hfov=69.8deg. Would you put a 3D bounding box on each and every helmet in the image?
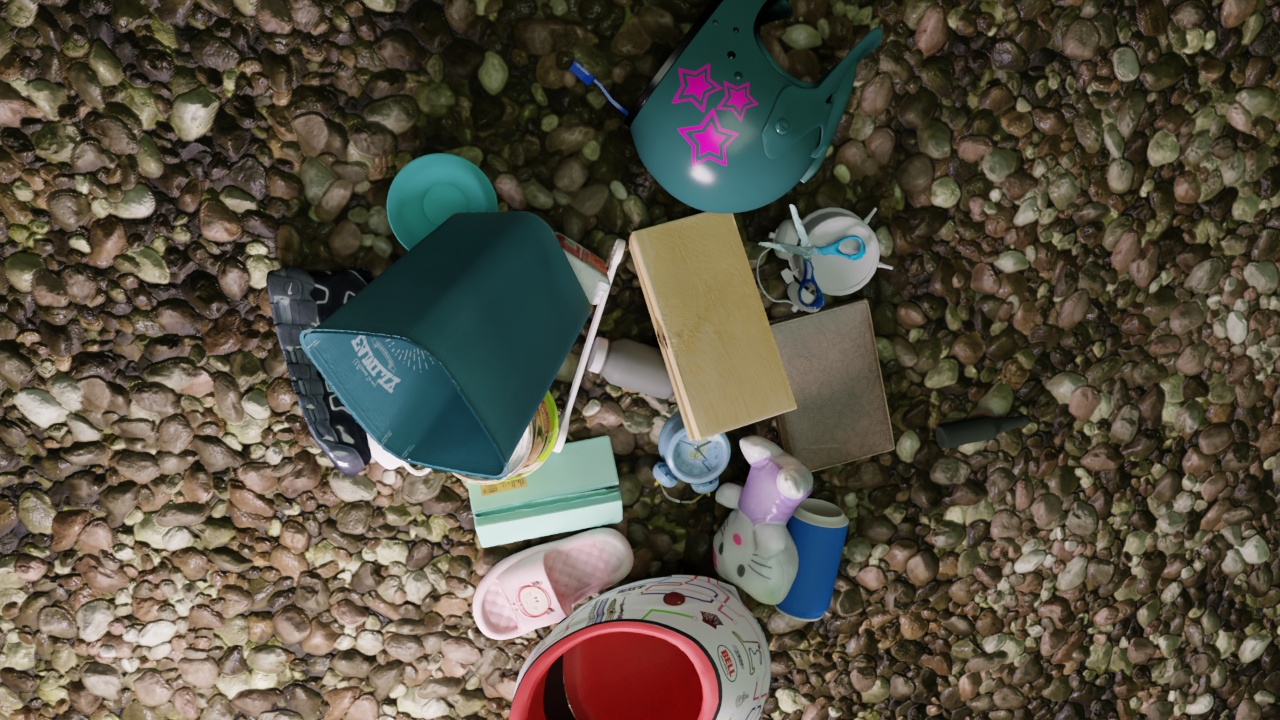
[{"bbox_3d":[0.008,0.394,1.136,0.315,0.236,0.231,-22,80,6],"label":"helmet"},{"bbox_3d":[0.126,-0.284,1.004,0.200,0.176,0.274,37,83,-6],"label":"helmet"}]

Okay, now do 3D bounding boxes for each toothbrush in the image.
[{"bbox_3d":[-0.009,-0.280,1.066,0.186,0.016,0.011,38,99,-18],"label":"toothbrush"}]

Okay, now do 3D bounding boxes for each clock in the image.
[{"bbox_3d":[0.066,0.123,1.166,0.088,0.051,0.124,14,102,-14],"label":"clock"},{"bbox_3d":[0.217,-0.125,1.121,0.159,0.061,0.120,-20,106,2],"label":"clock"}]

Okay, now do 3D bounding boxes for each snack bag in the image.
[{"bbox_3d":[-0.075,-0.107,1.051,0.077,0.115,0.036,32,102,-14],"label":"snack bag"}]

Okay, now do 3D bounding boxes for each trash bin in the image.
[{"bbox_3d":[-0.180,-0.028,0.943,0.218,0.199,0.197,-57,137,-35],"label":"trash bin"}]

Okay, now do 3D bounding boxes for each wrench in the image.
[{"bbox_3d":[-0.064,-0.016,1.115,0.009,0.047,0.273,16,100,-12],"label":"wrench"}]

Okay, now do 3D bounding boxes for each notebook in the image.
[{"bbox_3d":[0.219,0.043,1.176,0.190,0.034,0.215,-15,107,-3],"label":"notebook"}]

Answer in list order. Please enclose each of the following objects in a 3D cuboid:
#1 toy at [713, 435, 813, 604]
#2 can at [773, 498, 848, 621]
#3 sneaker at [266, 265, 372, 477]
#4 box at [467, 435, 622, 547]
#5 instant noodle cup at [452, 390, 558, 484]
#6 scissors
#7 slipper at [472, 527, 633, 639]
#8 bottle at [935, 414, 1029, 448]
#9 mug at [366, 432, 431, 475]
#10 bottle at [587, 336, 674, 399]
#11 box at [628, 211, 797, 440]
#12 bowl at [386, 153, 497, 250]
[{"bbox_3d":[0.154,0.202,1.157,0.085,0.137,0.210,-7,121,-33],"label":"toy"},{"bbox_3d":[0.223,0.262,1.212,0.079,0.079,0.146,7,104,-10],"label":"can"},{"bbox_3d":[-0.314,-0.001,1.030,0.150,0.097,0.252,-18,76,-16],"label":"sneaker"},{"bbox_3d":[-0.121,0.168,1.163,0.187,0.078,0.112,-12,77,-7],"label":"box"},{"bbox_3d":[-0.174,0.079,1.078,0.146,0.097,0.146,0,96,4],"label":"instant noodle cup"},{"bbox_3d":[0.199,-0.118,1.082,0.127,0.014,0.127,11,105,-6],"label":"scissors"},{"bbox_3d":[-0.113,0.286,1.183,0.221,0.055,0.107,-26,105,-2],"label":"slipper"},{"bbox_3d":[0.458,0.091,1.225,0.123,0.033,0.033,-11,106,-6],"label":"bottle"},{"bbox_3d":[-0.281,0.088,1.091,0.076,0.090,0.124,-40,125,-7],"label":"mug"},{"bbox_3d":[-0.007,0.007,1.120,0.108,0.060,0.060,17,102,-13],"label":"bottle"},{"bbox_3d":[0.081,-0.042,1.063,0.128,0.092,0.249,-17,86,0],"label":"box"},{"bbox_3d":[-0.224,-0.174,1.045,0.121,0.046,0.121,-2,105,-8],"label":"bowl"}]
